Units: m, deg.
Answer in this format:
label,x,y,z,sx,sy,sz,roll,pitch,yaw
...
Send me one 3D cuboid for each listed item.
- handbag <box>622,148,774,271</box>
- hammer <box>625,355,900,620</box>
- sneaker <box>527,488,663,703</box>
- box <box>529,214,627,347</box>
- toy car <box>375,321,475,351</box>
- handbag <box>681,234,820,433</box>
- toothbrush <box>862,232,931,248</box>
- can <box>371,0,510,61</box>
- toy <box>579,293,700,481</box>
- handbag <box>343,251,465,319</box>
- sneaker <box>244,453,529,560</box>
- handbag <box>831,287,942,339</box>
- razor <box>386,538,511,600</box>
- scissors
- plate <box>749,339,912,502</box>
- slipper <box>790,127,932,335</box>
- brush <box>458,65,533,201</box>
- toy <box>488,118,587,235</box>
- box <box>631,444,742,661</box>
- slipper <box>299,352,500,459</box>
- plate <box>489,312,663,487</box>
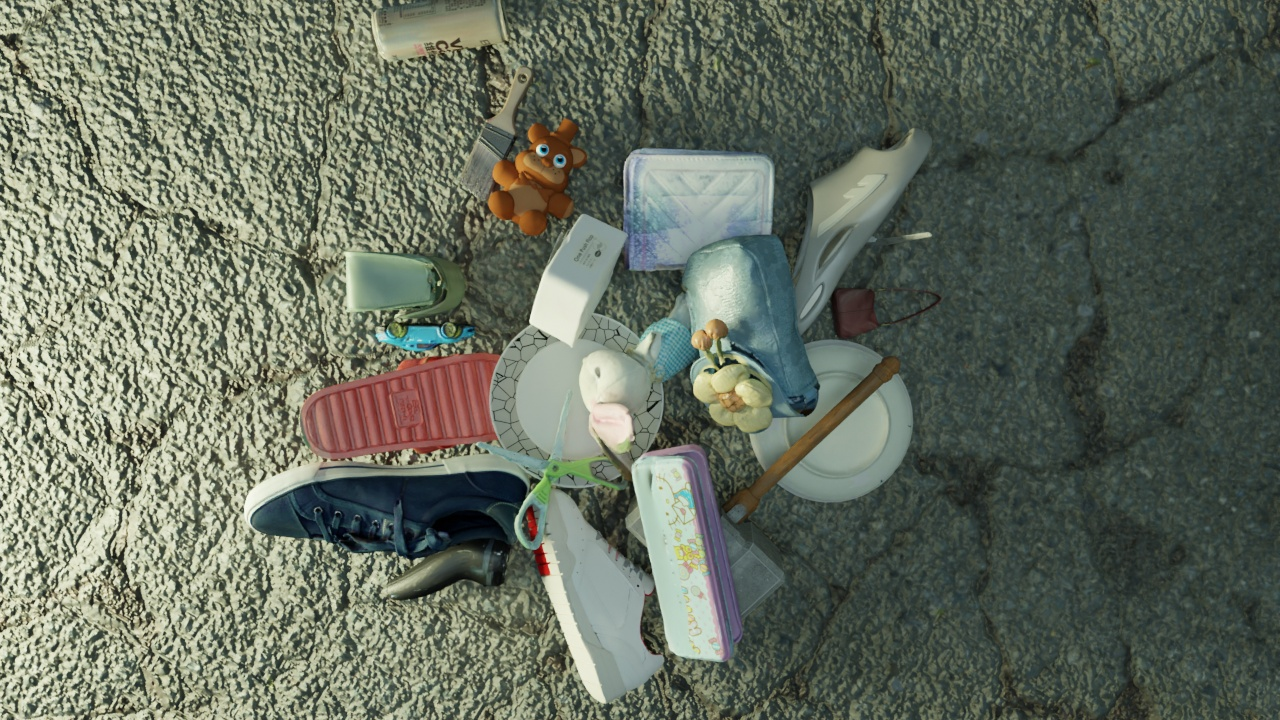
label,x,y,z,sx,sy,sz,roll,pitch,yaw
handbag,0.060,-0.159,0.974,0.158,0.069,0.126,1,108,0
hammer,0.151,0.109,0.959,0.162,0.082,0.318,44,101,-3
sneaker,-0.041,0.239,0.996,0.104,0.090,0.236,-20,84,-23
box,-0.080,-0.090,0.947,0.091,0.103,0.106,29,54,1
toy car,-0.230,-0.026,0.986,0.105,0.048,0.032,-2,93,-1
handbag,0.098,-0.024,0.906,0.118,0.122,0.192,-24,106,-39
toothbrush,0.253,-0.124,0.917,0.010,0.181,0.010,32,89,-8
can,-0.208,-0.351,0.962,0.135,0.054,0.054,-9,94,0
toy,-0.006,0.006,0.955,0.106,0.131,0.205,27,70,9
handbag,-0.242,-0.076,0.945,0.106,0.122,0.067,1,94,-1
sneaker,-0.262,0.170,0.943,0.294,0.127,0.121,-3,137,-3
handbag,0.271,-0.059,1.002,0.119,0.029,0.055,-9,96,-5
razor,-0.206,0.233,1.003,0.140,0.053,0.064,-23,95,3
scissors,-0.090,0.112,0.953,0.171,0.021,0.172,17,75,-19
plate,0.211,0.069,1.003,0.182,0.034,0.182,0,94,-1
slipper,0.195,-0.140,0.958,0.080,0.113,0.266,34,99,0
brush,-0.151,-0.247,0.990,0.039,0.012,0.151,26,93,-2
toy,-0.104,-0.197,0.970,0.095,0.065,0.127,30,88,-9
box,0.045,0.193,0.915,0.078,0.065,0.214,-9,99,20
slipper,-0.234,0.049,0.985,0.248,0.059,0.103,-8,92,-15
plate,-0.069,0.042,0.992,0.188,0.016,0.188,0,88,-13
